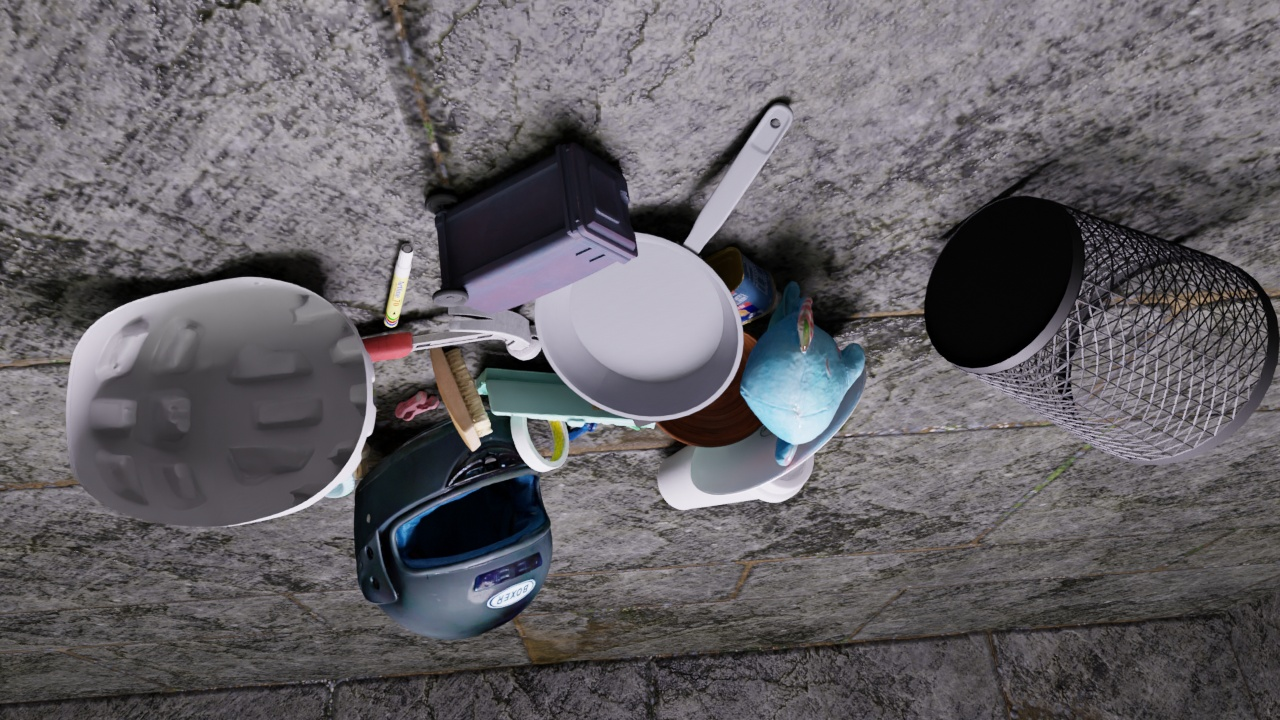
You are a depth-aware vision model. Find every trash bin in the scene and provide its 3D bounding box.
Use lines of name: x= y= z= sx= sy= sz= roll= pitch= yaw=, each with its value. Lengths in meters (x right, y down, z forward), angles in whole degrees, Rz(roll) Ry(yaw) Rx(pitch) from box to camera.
trash bin: x=0.416 y=-0.036 z=0.864 sx=0.243 sy=0.216 sz=0.218 roll=18 pitch=145 yaw=-25
trash bin: x=-0.090 y=-0.105 z=0.757 sx=0.161 sy=0.093 sz=0.092 roll=-20 pitch=158 yaw=29

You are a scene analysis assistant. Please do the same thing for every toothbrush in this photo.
toothbrush: x=-0.079 y=0.086 z=1.141 sx=0.017 sy=0.016 sz=0.190 roll=15 pitch=168 yaw=-11

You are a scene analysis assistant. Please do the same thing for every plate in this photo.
plate: x=0.156 y=0.075 z=1.016 sx=0.230 sy=0.228 sz=0.030 roll=-27 pitch=112 yaw=35

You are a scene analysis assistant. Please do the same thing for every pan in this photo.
pan: x=0.035 y=-0.085 z=0.823 sx=0.201 sy=0.050 sz=0.358 roll=31 pitch=125 yaw=-4

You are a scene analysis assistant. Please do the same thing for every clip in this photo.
clip: x=-0.273 y=0.053 z=1.105 sx=0.060 sy=0.023 sz=0.044 roll=-11 pitch=147 yaw=9

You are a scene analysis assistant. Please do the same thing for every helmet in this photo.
helmet: x=-0.223 y=0.225 z=1.164 sx=0.248 sy=0.235 sz=0.317 roll=-14 pitch=163 yaw=-39
helmet: x=-0.370 y=0.038 z=0.854 sx=0.283 sy=0.224 sz=0.183 roll=-13 pitch=175 yaw=22

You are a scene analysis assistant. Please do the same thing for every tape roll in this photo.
tape roll: x=-0.121 y=0.088 z=1.115 sx=0.019 sy=0.094 sz=0.094 roll=-20 pitch=149 yaw=26

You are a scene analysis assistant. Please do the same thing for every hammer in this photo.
hammer: x=-0.271 y=-0.012 z=0.951 sx=0.316 sy=0.036 sz=0.126 roll=-8 pitch=166 yaw=13

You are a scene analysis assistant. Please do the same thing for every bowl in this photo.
bowl: x=0.077 y=0.016 z=1.020 sx=0.147 sy=0.068 sz=0.147 roll=1 pitch=113 yaw=3

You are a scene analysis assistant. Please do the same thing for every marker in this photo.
marker: x=-0.233 y=-0.071 z=0.882 sx=0.014 sy=0.014 sz=0.133 roll=6 pitch=151 yaw=-19

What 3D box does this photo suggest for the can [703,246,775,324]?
can: x=0.075 y=-0.065 z=0.901 sx=0.100 sy=0.053 sz=0.059 roll=-24 pitch=146 yaw=32

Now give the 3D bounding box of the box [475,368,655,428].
box: x=-0.087 y=0.040 z=1.046 sx=0.186 sy=0.057 sz=0.138 roll=5 pitch=-177 yaw=-20

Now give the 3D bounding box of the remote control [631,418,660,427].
remote control: x=-0.006 y=0.006 z=0.974 sx=0.058 sy=0.013 sz=0.133 roll=-18 pitch=108 yaw=24

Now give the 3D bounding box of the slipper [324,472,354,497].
slipper: x=-0.435 y=0.091 z=1.024 sx=0.116 sy=0.069 sz=0.276 roll=-16 pitch=133 yaw=35

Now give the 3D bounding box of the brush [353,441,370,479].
brush: x=-0.348 y=0.080 z=1.072 sx=0.062 sy=0.077 sz=0.273 roll=-10 pitch=158 yaw=-20

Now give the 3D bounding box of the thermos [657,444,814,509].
thermos: x=0.118 y=0.141 z=1.239 sx=0.131 sy=0.131 sz=0.222 roll=13 pitch=155 yaw=-30

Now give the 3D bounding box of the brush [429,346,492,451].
brush: x=-0.196 y=0.038 z=0.999 sx=0.039 sy=0.117 sz=0.049 roll=-20 pitch=153 yaw=-11

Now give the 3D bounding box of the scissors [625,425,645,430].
scissors: x=-0.044 y=0.075 z=1.192 sx=0.071 sy=0.014 sz=0.130 roll=-22 pitch=147 yaw=29

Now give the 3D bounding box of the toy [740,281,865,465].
toy: x=0.162 y=0.003 z=0.905 sx=0.115 sy=0.180 sz=0.184 roll=6 pitch=123 yaw=11
